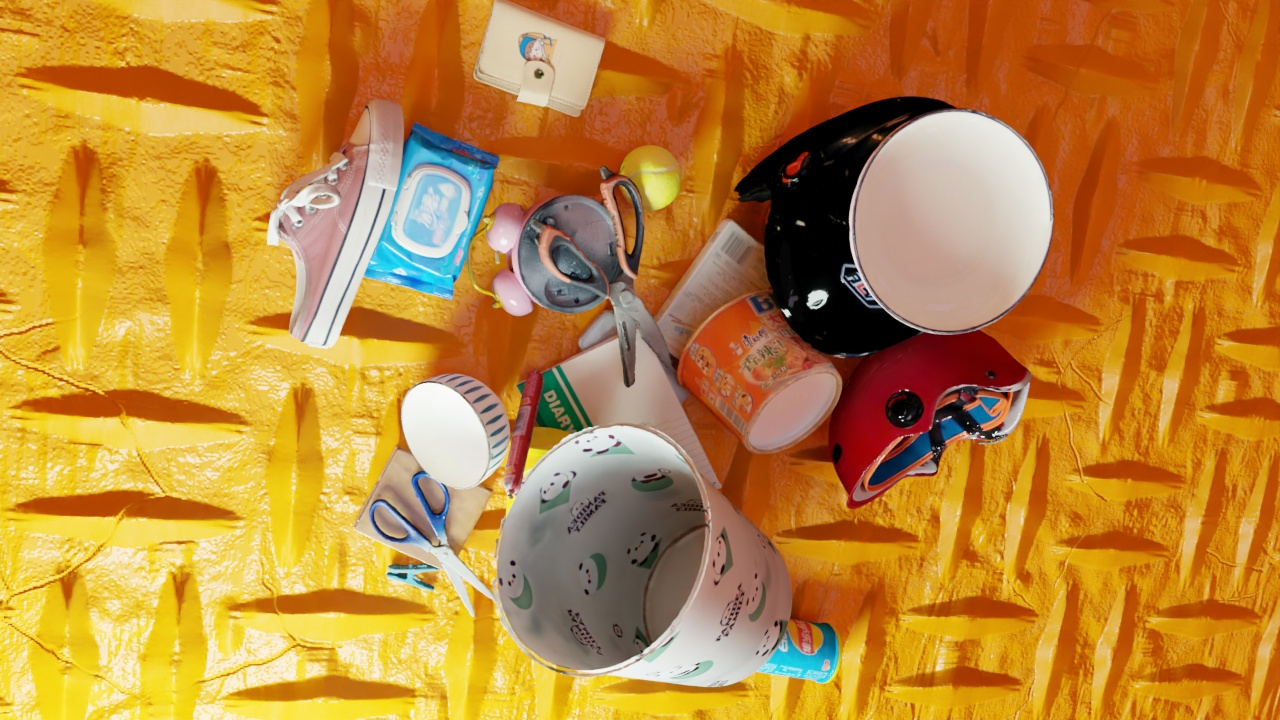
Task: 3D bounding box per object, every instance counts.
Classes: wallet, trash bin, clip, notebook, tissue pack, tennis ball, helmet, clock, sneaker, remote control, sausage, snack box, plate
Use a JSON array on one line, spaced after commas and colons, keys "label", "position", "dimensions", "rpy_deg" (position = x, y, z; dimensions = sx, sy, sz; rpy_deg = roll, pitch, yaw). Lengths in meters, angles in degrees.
[{"label": "wallet", "position": [-0.100, -0.296, 0.906], "dimensions": [0.115, 0.024, 0.087], "rpy_deg": [15, 98, -20]}, {"label": "trash bin", "position": [0.021, 0.212, 0.912], "dimensions": [0.229, 0.229, 0.252], "rpy_deg": [-52, 140, -1]}, {"label": "clip", "position": [-0.244, 0.229, 0.982], "dimensions": [0.055, 0.013, 0.037], "rpy_deg": [15, 97, -20]}, {"label": "notebook", "position": [-0.021, 0.082, 0.998], "dimensions": [0.150, 0.012, 0.209], "rpy_deg": [-25, 108, 6]}, {"label": "tissue pack", "position": [-0.204, -0.141, 0.893], "dimensions": [0.095, 0.052, 0.157], "rpy_deg": [19, 96, -19]}, {"label": "tennis ball", "position": [0.010, -0.186, 0.938], "dimensions": [0.065, 0.065, 0.065], "rpy_deg": [-3, 102, -16]}, {"label": "helmet", "position": [0.299, 0.047, 1.023], "dimensions": [0.240, 0.144, 0.207], "rpy_deg": [-33, 152, 8]}, {"label": "clock", "position": [-0.096, -0.105, 0.916], "dimensions": [0.158, 0.060, 0.117], "rpy_deg": [-13, 107, -27]}, {"label": "sneaker", "position": [-0.288, -0.133, 0.843], "dimensions": [0.087, 0.118, 0.241], "rpy_deg": [19, 92, -28]}, {"label": "remote control", "position": [-0.006, 0.006, 0.998], "dimensions": [0.136, 0.020, 0.056], "rpy_deg": [43, 87, -17]}, {"label": "wallet", "position": [-0.229, 0.158, 0.969], "dimensions": [0.115, 0.020, 0.101], "rpy_deg": [27, 92, -17]}, {"label": "sausage", "position": [-0.117, 0.070, 0.917], "dimensions": [0.020, 0.020, 0.155], "rpy_deg": [24, 51, -19]}, {"label": "snack box", "position": [0.081, -0.068, 1.005], "dimensions": [0.084, 0.027, 0.157], "rpy_deg": [36, 90, -20]}, {"label": "plate", "position": [0.266, -0.120, 0.804], "dimensions": [0.192, 0.039, 0.192], "rpy_deg": [-1, 97, -12]}, {"label": "helmet", "position": [0.238, -0.137, 0.930], "dimensions": [0.233, 0.231, 0.273], "rpy_deg": [46, 48, -19]}]

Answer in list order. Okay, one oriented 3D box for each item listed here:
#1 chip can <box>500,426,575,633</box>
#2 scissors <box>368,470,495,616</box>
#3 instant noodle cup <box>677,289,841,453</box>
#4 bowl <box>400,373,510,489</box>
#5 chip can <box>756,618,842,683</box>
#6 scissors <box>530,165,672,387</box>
[{"label": "chip can", "position": [-0.110, 0.181, 0.974], "dimensions": [0.072, 0.072, 0.213], "rpy_deg": [1, 104, -17]}, {"label": "scissors", "position": [-0.205, 0.189, 0.963], "dimensions": [0.170, 0.012, 0.144], "rpy_deg": [24, 94, -16]}, {"label": "instant noodle cup", "position": [0.130, 0.019, 0.958], "dimensions": [0.151, 0.111, 0.152], "rpy_deg": [-22, 142, -19]}, {"label": "bowl", "position": [-0.177, 0.064, 0.926], "dimensions": [0.066, 0.117, 0.116], "rpy_deg": [-32, 115, -52]}, {"label": "chip can", "position": [0.130, 0.330, 1.081], "dimensions": [0.210, 0.071, 0.071], "rpy_deg": [15, 97, -18]}, {"label": "scissors", "position": [-0.027, -0.082, 0.915], "dimensions": [0.224, 0.015, 0.189], "rpy_deg": [25, 88, -32]}]
